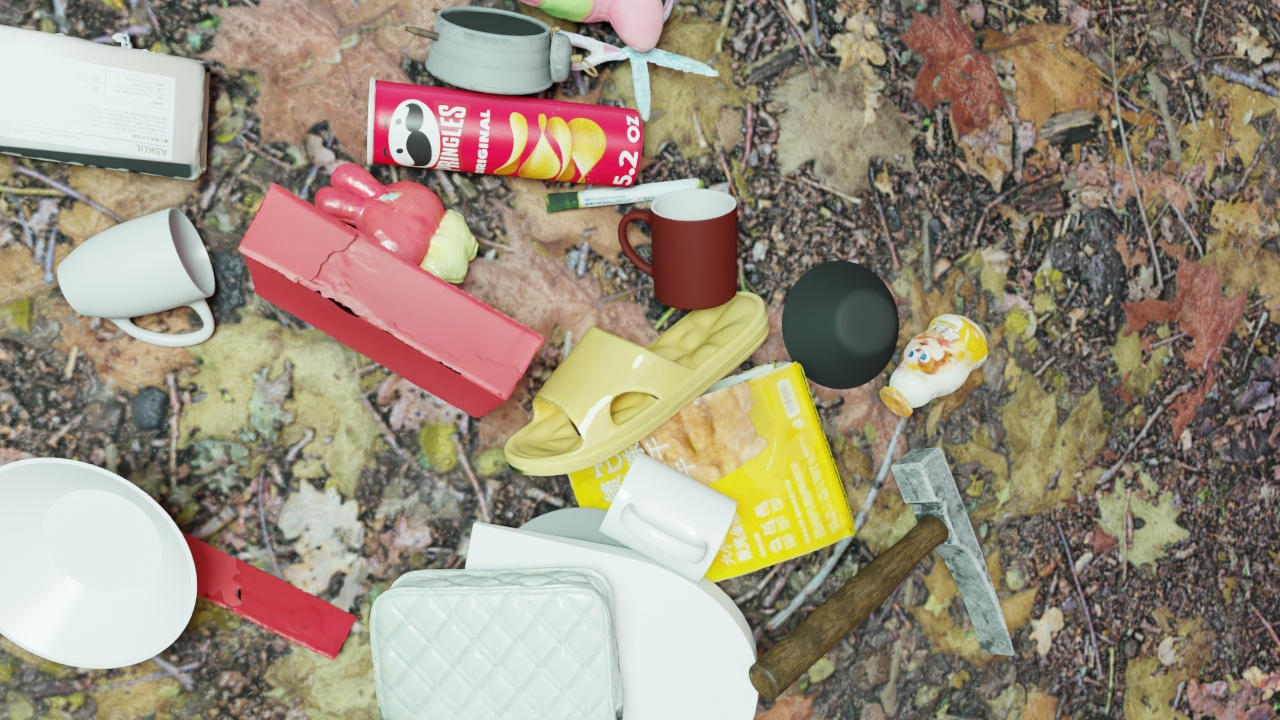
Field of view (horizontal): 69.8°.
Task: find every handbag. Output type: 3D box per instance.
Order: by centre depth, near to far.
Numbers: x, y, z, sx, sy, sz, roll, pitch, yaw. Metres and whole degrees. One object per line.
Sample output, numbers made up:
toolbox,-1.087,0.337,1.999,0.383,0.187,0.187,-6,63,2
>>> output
handbag,-0.111,0.233,0.729,0.195,0.072,0.139,-2,99,6

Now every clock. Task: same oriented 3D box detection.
clock,-0.107,-0.248,0.745,0.148,0.103,0.056,10,121,0

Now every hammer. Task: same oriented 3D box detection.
hammer,0.215,0.236,0.811,0.299,0.037,0.217,-27,97,-37

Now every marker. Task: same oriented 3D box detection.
marker,-0.013,-0.148,0.820,0.146,0.017,0.017,-9,92,-15

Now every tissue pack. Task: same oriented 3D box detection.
tissue pack,-0.423,-0.201,0.693,0.181,0.071,0.104,5,104,-13

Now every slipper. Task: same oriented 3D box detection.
slipper,-0.005,0.005,0.774,0.263,0.099,0.078,-33,121,-18

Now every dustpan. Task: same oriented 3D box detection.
dustpan,-0.029,0.255,0.782,0.258,0.053,0.191,11,92,6

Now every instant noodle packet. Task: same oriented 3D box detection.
instant noodle packet,0.055,0.110,0.813,0.221,0.084,0.163,-19,95,0

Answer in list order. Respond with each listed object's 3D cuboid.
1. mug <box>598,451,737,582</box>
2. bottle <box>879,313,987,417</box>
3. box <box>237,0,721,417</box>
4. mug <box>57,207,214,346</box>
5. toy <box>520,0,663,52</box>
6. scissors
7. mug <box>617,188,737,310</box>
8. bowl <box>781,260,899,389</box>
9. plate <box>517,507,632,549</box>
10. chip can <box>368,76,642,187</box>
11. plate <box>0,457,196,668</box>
mug,0.020,0.129,0.733,0.090,0.110,0.074,27,98,3
bottle,0.276,0.007,0.872,0.108,0.063,0.063,-42,100,-12
box,-0.130,-0.129,0.669,0.213,0.148,0.375,30,108,-11
mug,-0.379,-0.053,0.703,0.089,0.071,0.107,-19,122,-6
toy,-0.020,-0.351,0.773,0.236,0.097,0.192,-14,73,-14
scissors,-0.019,-0.275,0.796,0.175,0.013,0.170,-4,68,-1
mug,0.031,-0.098,0.795,0.106,0.073,0.083,7,123,17
bowl,0.200,-0.035,0.857,0.124,0.052,0.124,0,90,-15
plate,-0.052,0.214,0.797,0.178,0.012,0.178,0,95,-4
chip can,-0.112,-0.188,0.766,0.220,0.069,0.069,2,89,-15
plate,-0.406,0.143,0.674,0.174,0.036,0.174,0,110,1
